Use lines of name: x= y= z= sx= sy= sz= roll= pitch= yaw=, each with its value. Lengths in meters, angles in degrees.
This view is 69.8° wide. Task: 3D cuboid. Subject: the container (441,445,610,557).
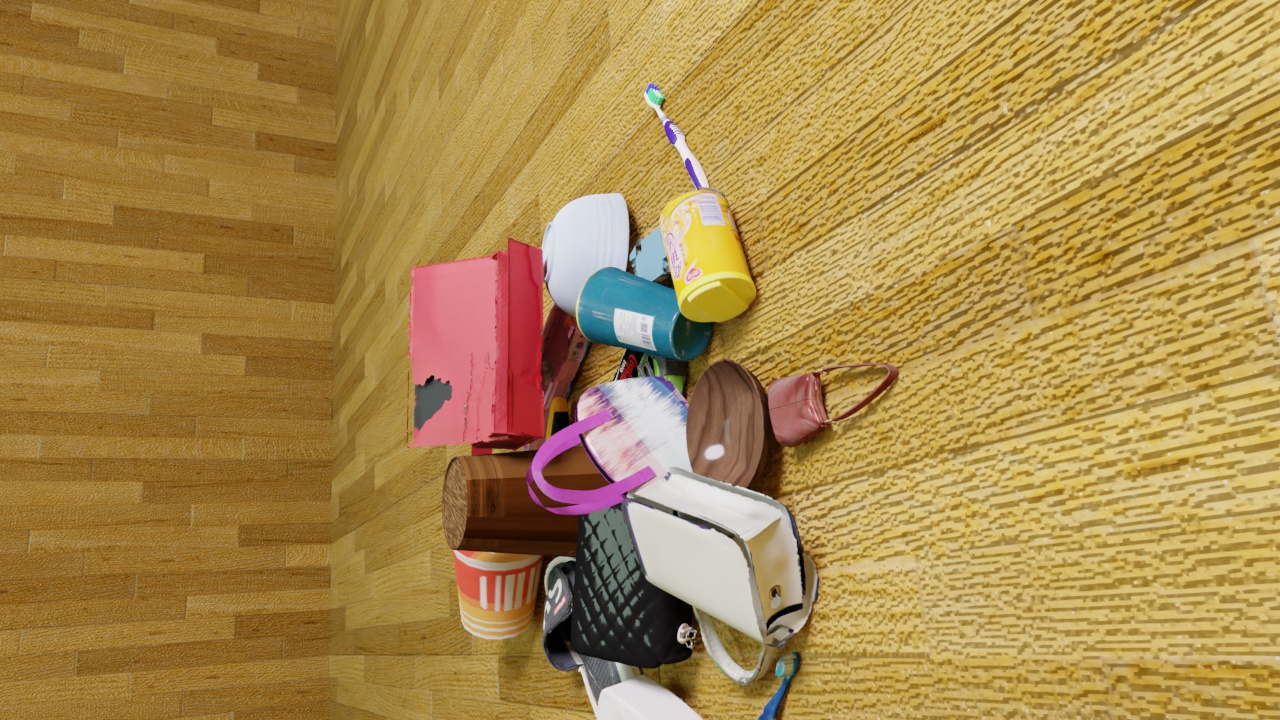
container: x=-0.127 y=0.159 z=1.027 sx=0.132 sy=0.167 sz=0.132 roll=-13 pitch=75 yaw=62

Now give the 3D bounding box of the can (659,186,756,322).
can: x=0.058 y=-0.092 z=0.807 sx=0.068 sy=0.067 sz=0.105 roll=-51 pitch=43 yaw=49

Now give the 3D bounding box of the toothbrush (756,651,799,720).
toothbrush: x=0.101 y=0.288 z=0.731 sx=0.021 sy=0.017 sz=0.135 roll=44 pitch=125 yaw=55

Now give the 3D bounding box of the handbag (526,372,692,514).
handbag: x=-0.027 y=0.085 z=0.823 sx=0.144 sy=0.169 sz=0.068 roll=52 pitch=138 yaw=20

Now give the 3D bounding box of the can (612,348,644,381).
can: x=-0.006 y=0.006 z=0.957 sx=0.081 sy=0.031 sz=0.031 roll=-67 pitch=33 yaw=34

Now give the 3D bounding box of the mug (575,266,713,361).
mug: x=0.006 y=-0.041 z=0.873 sx=0.121 sy=0.078 sz=0.078 roll=19 pitch=105 yaw=44

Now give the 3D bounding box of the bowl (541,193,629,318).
bowl: x=-0.069 y=-0.115 z=1.021 sx=0.151 sy=0.074 sz=0.150 roll=-176 pitch=91 yaw=-73

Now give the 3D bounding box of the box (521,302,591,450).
box: x=-0.127 y=0.015 z=1.159 sx=0.231 sy=0.063 sz=0.084 roll=-64 pitch=35 yaw=38

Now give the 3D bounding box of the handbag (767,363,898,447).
handbag: x=0.142 y=0.025 z=0.678 sx=0.120 sy=0.029 sz=0.055 roll=-29 pitch=63 yaw=53

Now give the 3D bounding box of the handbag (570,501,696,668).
handbag: x=0.011 y=0.206 z=0.872 sx=0.125 sy=0.114 sz=0.153 roll=5 pitch=88 yaw=40

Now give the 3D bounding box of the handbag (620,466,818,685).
handbag: x=0.071 y=0.180 z=0.742 sx=0.151 sy=0.073 sz=0.176 roll=10 pitch=120 yaw=52

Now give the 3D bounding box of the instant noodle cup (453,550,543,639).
instant noodle cup: x=-0.184 y=0.283 z=1.191 sx=0.123 sy=0.123 sz=0.121 roll=-142 pitch=52 yaw=-58

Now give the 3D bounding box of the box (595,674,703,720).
box: x=0.024 y=0.356 z=0.855 sx=0.102 sy=0.101 sz=0.108 roll=22 pitch=113 yaw=44

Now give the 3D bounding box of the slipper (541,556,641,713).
slipper: x=-0.070 y=0.311 z=1.018 sx=0.263 sy=0.063 sz=0.111 roll=51 pitch=131 yaw=49

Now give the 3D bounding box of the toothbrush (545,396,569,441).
toothbrush: x=-0.104 y=0.142 z=1.141 sx=0.031 sy=0.031 sz=0.197 roll=10 pitch=100 yaw=50

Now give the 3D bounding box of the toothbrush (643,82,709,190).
toothbrush: x=0.036 y=-0.225 z=0.922 sx=0.016 sy=0.015 sz=0.186 roll=-58 pitch=39 yaw=35

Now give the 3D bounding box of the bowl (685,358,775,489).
bowl: x=0.082 y=0.059 z=0.778 sx=0.119 sy=0.032 sz=0.119 roll=-13 pitch=75 yaw=62

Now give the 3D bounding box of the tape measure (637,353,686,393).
tape measure: x=0.017 y=0.016 z=0.907 sx=0.066 sy=0.035 sz=0.058 roll=-48 pitch=45 yaw=51

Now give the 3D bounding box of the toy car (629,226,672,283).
toy car: x=0.024 y=-0.103 z=0.916 sx=0.108 sy=0.027 sz=0.060 roll=150 pitch=119 yaw=-61

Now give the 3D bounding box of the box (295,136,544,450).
box: x=-0.179 y=-0.036 z=0.903 sx=0.425 sy=0.128 sz=0.212 roll=47 pitch=-139 yaw=-74
